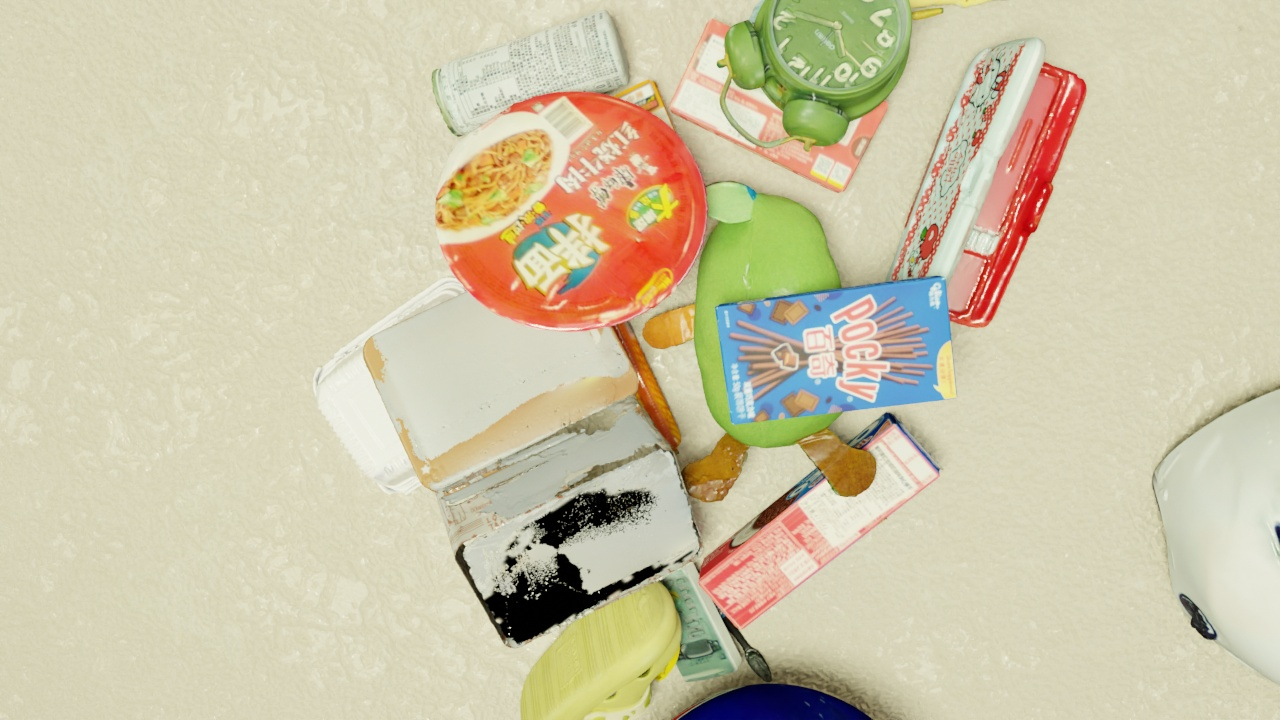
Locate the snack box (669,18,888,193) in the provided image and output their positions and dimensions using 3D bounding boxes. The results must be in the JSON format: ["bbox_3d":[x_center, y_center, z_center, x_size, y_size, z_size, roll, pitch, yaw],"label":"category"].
[{"bbox_3d":[0.105,-0.196,0.711,0.153,0.025,0.075,26,100,3],"label":"snack box"}]

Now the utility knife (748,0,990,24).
[{"bbox_3d":[0.180,-0.276,0.697,0.195,0.020,0.031,-4,92,13],"label":"utility knife"}]

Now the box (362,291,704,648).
[{"bbox_3d":[-0.076,0.069,0.694,0.179,0.130,0.272,-25,101,-9],"label":"box"}]

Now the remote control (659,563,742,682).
[{"bbox_3d":[0.033,0.209,0.781,0.056,0.019,0.135,-23,96,29],"label":"remote control"}]

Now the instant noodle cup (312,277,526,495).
[{"bbox_3d":[-0.189,0.027,0.770,0.173,0.060,0.138,-33,93,10],"label":"instant noodle cup"}]

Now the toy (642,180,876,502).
[{"bbox_3d":[0.101,-0.014,0.706,0.227,0.089,0.247,-2,93,24],"label":"toy"}]

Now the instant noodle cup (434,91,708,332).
[{"bbox_3d":[-0.049,-0.100,0.673,0.194,0.066,0.193,0,71,0],"label":"instant noodle cup"}]

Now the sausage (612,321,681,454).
[{"bbox_3d":[-0.005,0.004,0.760,0.021,0.021,0.165,-24,95,10],"label":"sausage"}]

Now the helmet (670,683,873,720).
[{"bbox_3d":[0.077,0.397,0.692,0.240,0.247,0.315,35,94,-17],"label":"helmet"}]

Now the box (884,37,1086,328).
[{"bbox_3d":[0.253,-0.124,0.665,0.095,0.101,0.201,20,101,5],"label":"box"}]

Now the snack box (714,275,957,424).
[{"bbox_3d":[0.135,-0.007,0.639,0.157,0.026,0.084,-7,97,8],"label":"snack box"}]

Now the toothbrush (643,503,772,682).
[{"bbox_3d":[0.057,0.200,0.786,0.014,0.016,0.189,-35,92,3],"label":"toothbrush"}]

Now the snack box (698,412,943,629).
[{"bbox_3d":[0.143,0.129,0.743,0.208,0.057,0.058,-41,89,12],"label":"snack box"}]

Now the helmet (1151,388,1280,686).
[{"bbox_3d":[0.517,0.145,0.649,0.229,0.145,0.258,-22,96,11],"label":"helmet"}]

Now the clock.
[{"bbox_3d":[0.127,-0.222,0.663,0.116,0.056,0.161,44,93,3],"label":"clock"}]

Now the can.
[{"bbox_3d":[-0.085,-0.222,0.716,0.147,0.058,0.058,-15,97,10],"label":"can"}]

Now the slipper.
[{"bbox_3d":[-0.026,0.259,0.778,0.081,0.091,0.191,30,116,-31],"label":"slipper"}]

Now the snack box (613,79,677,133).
[{"bbox_3d":[-0.044,-0.157,0.737,0.154,0.026,0.075,-23,95,11],"label":"snack box"}]
